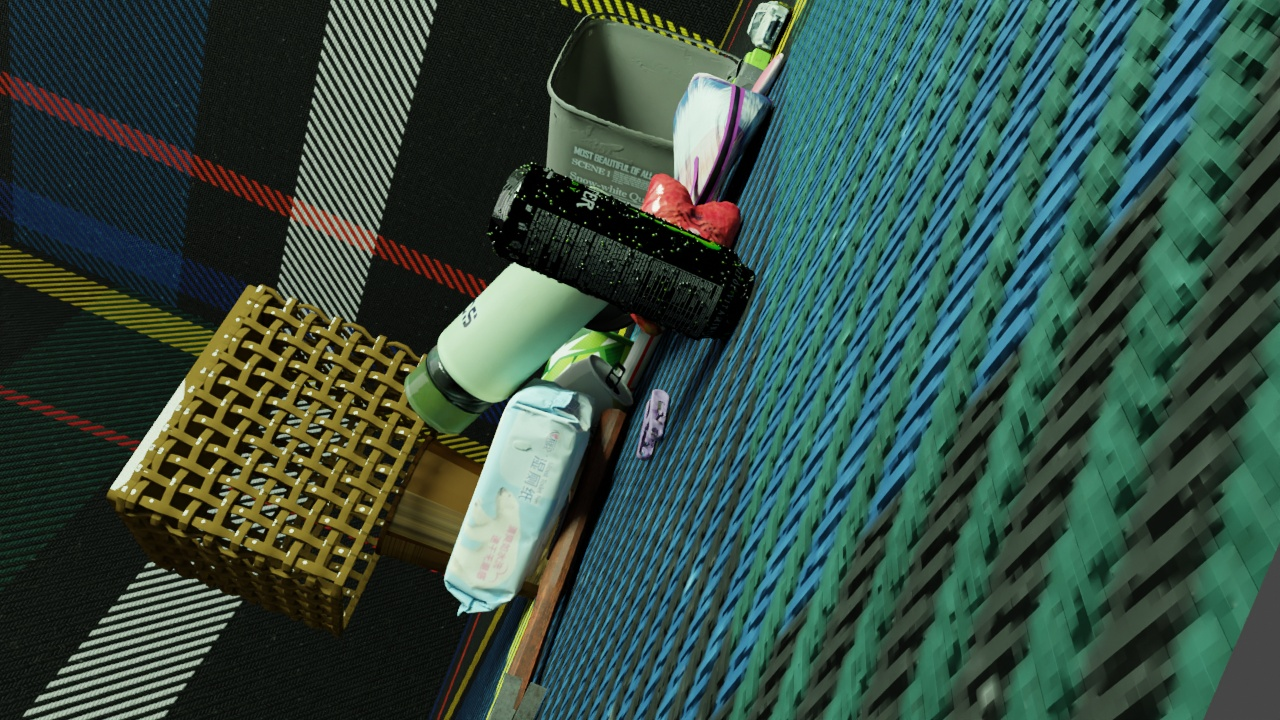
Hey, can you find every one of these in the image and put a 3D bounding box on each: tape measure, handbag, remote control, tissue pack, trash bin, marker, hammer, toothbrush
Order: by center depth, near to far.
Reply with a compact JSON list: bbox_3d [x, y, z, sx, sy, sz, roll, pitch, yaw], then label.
[{"bbox_3d":[-0.062,0.160,0.681,0.111,0.028,0.299,119,173,-53],"label":"hammer"},{"bbox_3d":[-0.094,0.105,0.727,0.112,0.070,0.182,-89,19,-82],"label":"tissue pack"},{"bbox_3d":[0.045,-0.130,0.734,0.145,0.068,0.169,139,148,-76],"label":"handbag"},{"bbox_3d":[0.095,-0.220,0.824,0.135,0.016,0.021,119,169,-48],"label":"toothbrush"},{"bbox_3d":[-0.005,0.005,0.830,0.019,0.019,0.146,-76,11,-63],"label":"marker"},{"bbox_3d":[-0.067,0.147,0.858,0.136,0.015,0.032,-77,11,-77],"label":"remote control"},{"bbox_3d":[0.097,-0.258,0.860,0.059,0.036,0.065,123,169,-66],"label":"tape measure"},{"bbox_3d":[-0.010,-0.222,1.021,0.221,0.197,0.196,110,178,-49],"label":"trash bin"}]

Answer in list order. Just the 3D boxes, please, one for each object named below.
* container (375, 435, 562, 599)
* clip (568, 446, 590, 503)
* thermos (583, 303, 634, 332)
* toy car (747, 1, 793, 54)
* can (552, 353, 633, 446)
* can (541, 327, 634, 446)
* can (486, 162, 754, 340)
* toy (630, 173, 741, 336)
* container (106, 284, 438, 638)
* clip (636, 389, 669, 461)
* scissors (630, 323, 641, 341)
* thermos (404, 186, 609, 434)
[{"bbox_3d":[-0.172,0.173,0.964,0.132,0.167,0.132,-159,93,-85],"label":"container"},{"bbox_3d":[-0.051,0.110,0.825,0.039,0.024,0.060,-74,1,-72],"label":"clip"},{"bbox_3d":[-0.021,-0.079,0.874,0.240,0.082,0.082,-59,-7,-82],"label":"thermos"},{"bbox_3d":[0.129,-0.343,0.935,0.105,0.033,0.048,-82,18,-68],"label":"toy car"},{"bbox_3d":[-0.062,0.048,0.810,0.127,0.064,0.064,-40,12,13],"label":"can"},{"bbox_3d":[-0.060,0.037,0.892,0.083,0.083,0.144,-126,60,-84],"label":"can"},{"bbox_3d":[-0.011,-0.056,0.487,0.054,0.137,0.054,-160,92,-85],"label":"can"},{"bbox_3d":[0.009,-0.050,0.629,0.133,0.088,0.093,119,162,-55],"label":"toy"},{"bbox_3d":[-0.352,0.108,0.943,0.220,0.214,0.250,122,170,-59],"label":"container"},{"bbox_3d":[0.006,0.044,0.581,0.052,0.014,0.041,-92,23,-72],"label":"clip"},{"bbox_3d":[-0.016,0.001,1.017,0.066,0.015,0.134,121,169,-69],"label":"scissors"},{"bbox_3d":[-0.092,-0.031,0.733,0.232,0.082,0.082,-42,13,19],"label":"thermos"}]
